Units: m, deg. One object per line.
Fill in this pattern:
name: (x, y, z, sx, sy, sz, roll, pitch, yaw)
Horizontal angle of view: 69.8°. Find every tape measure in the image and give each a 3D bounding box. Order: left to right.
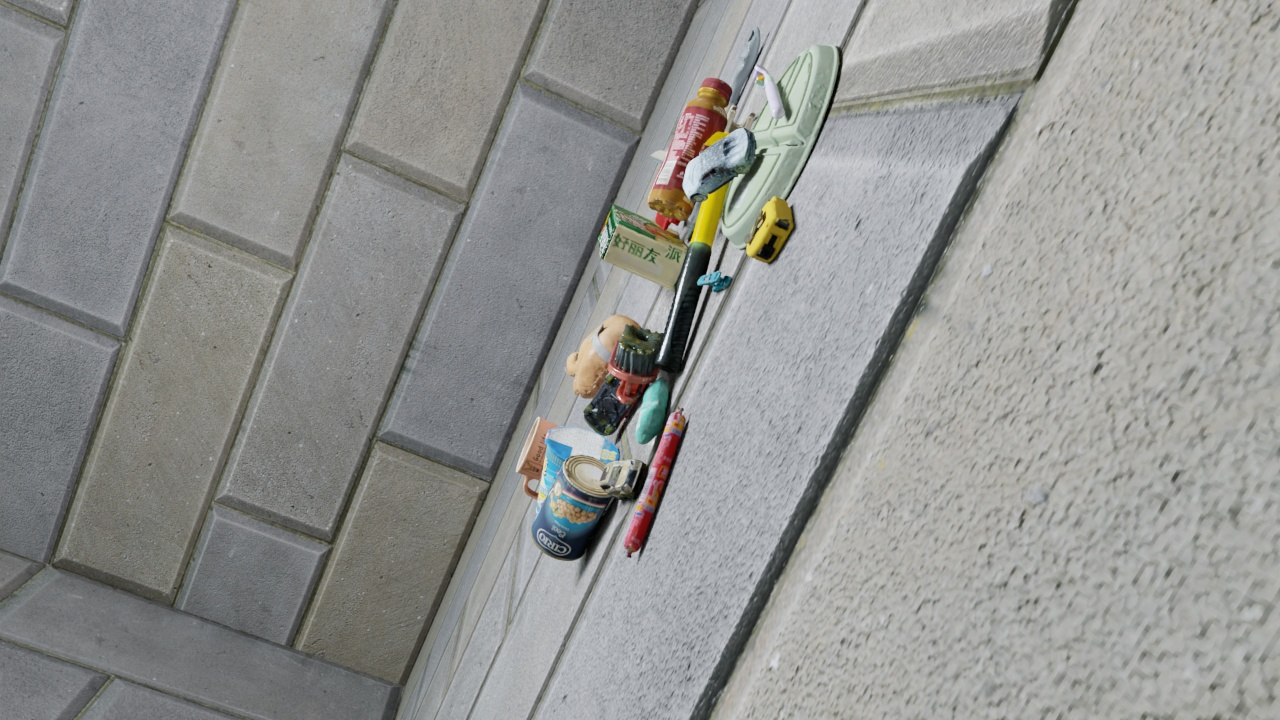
tape measure: (0.117, -0.121, 0.849, 0.059, 0.029, 0.057, -81, 16, -57)

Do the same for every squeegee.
squeegee: (0.127, -0.392, 1.411, 0.247, 0.039, 0.246, -60, 28, 9)

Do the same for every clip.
clip: (0.082, -0.085, 0.994, 0.014, 0.041, 0.056, -70, 15, -8)
clip: (0.123, -0.301, 1.236, 0.098, 0.034, 0.064, 119, 169, -60)

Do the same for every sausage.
sausage: (0.015, 0.117, 0.893, 0.020, 0.020, 0.155, 148, 143, -75)

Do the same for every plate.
plate: (0.141, -0.228, 0.972, 0.230, 0.027, 0.230, -159, 91, -82)

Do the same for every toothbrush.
toothbrush: (0.138, -0.287, 0.983, 0.021, 0.029, 0.188, -25, 25, 14)

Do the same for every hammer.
hammer: (0.069, -0.130, 1.067, 0.129, 0.033, 0.300, 65, -141, -71)

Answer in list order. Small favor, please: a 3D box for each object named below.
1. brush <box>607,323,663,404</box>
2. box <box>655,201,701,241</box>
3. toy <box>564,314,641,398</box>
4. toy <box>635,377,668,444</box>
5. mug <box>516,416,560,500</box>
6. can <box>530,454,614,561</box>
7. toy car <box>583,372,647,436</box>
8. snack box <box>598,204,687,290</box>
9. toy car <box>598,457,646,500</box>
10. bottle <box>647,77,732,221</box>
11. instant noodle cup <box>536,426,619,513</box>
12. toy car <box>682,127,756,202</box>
brush: (-0.006, 0.006, 1.096, 0.145, 0.063, 0.069, -73, -3, -75)
box: (0.075, -0.223, 1.251, 0.090, 0.068, 0.201, -51, -1, -7)
toy: (-0.058, -0.009, 1.381, 0.143, 0.082, 0.226, -47, 10, -7)
toy: (0.013, 0.060, 1.024, 0.091, 0.030, 0.097, -72, 2, -54)
mug: (-0.117, 0.151, 1.297, 0.081, 0.106, 0.115, -95, 29, -71)
can: (-0.079, 0.178, 1.113, 0.075, 0.075, 0.111, -84, 19, -61)
toy car: (-0.031, 0.051, 1.218, 0.045, 0.053, 0.121, -34, -15, -52)
snack box: (0.001, -0.172, 1.368, 0.240, 0.114, 0.063, -100, 33, -75)
toy car: (-0.021, 0.131, 1.022, 0.091, 0.035, 0.042, 149, 142, -71)
bottle: (0.064, -0.261, 1.125, 0.057, 0.057, 0.174, 162, 131, -78)
instant noodle cup: (-0.090, 0.157, 1.197, 0.099, 0.099, 0.110, -88, 15, -66)
toy car: (0.081, -0.210, 0.988, 0.106, 0.031, 0.048, -29, 50, 43)
